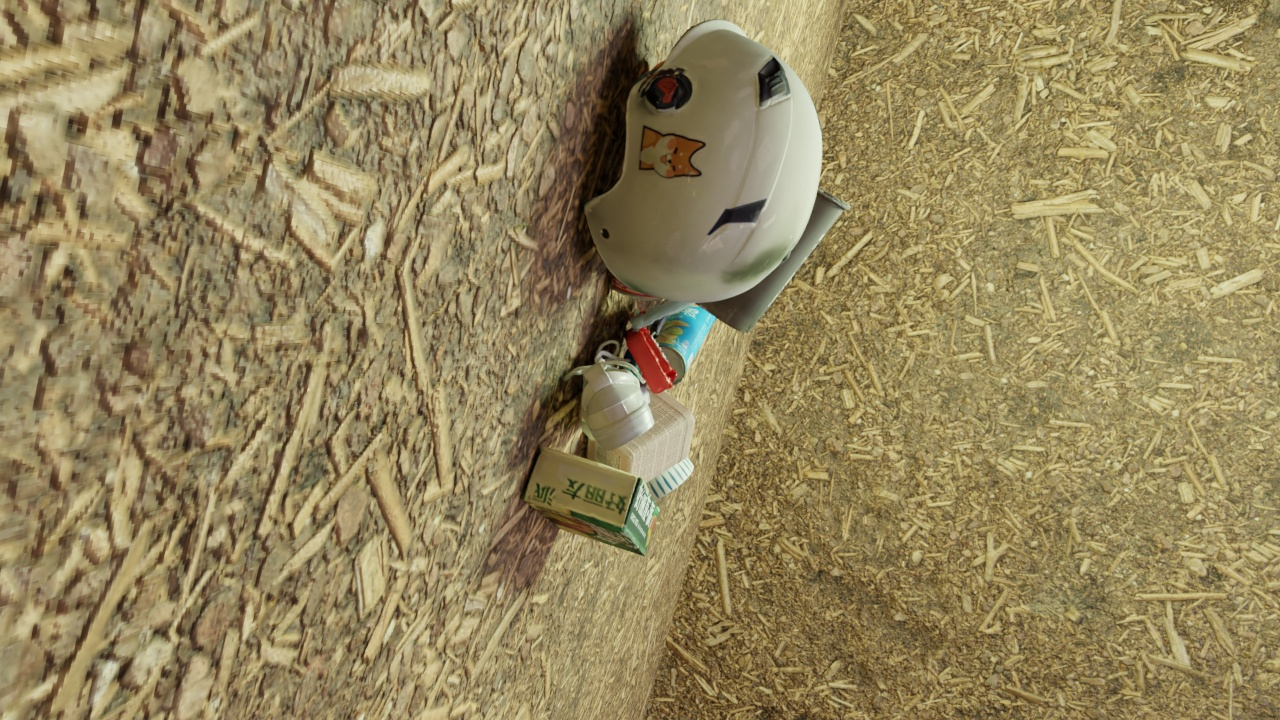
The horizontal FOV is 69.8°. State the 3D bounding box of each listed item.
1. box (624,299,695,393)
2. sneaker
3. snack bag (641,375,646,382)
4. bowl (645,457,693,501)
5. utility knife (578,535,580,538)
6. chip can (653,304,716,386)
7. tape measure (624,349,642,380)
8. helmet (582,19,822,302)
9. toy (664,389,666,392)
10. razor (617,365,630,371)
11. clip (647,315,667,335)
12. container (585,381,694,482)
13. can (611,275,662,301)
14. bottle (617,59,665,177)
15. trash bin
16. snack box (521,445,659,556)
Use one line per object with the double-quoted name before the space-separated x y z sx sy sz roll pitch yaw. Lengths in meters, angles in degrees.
"box" 0.035 -0.027 1.097 0.094 0.100 0.201 61 1 -5
"sneaker" -0.041 0.033 1.009 0.089 0.091 0.242 -29 -175 -2
"snack bag" -0.008 0.058 1.304 0.045 0.026 0.105 -148 -109 -69
"bowl" 0.019 0.173 1.463 0.066 0.117 0.116 57 26 -9
"utility knife" -0.057 0.155 1.259 0.182 0.019 0.031 -66 162 -15
"chip can" 0.062 -0.039 1.398 0.209 0.071 0.071 -56 160 -57
"tape measure" -0.007 0.007 1.246 0.055 0.025 0.058 95 15 -50
"helmet" 0.087 -0.171 0.877 0.229 0.157 0.274 23 98 -58
"toy" 0.025 0.038 1.389 0.096 0.030 0.091 57 24 -73
"razor" -0.028 0.067 1.221 0.043 0.028 0.133 -102 -167 -53
"clip" 0.027 -0.056 1.338 0.057 0.037 0.026 -54 162 -57
"container" -0.004 0.101 1.163 0.110 0.090 0.090 -31 144 -36
"can" 0.006 -0.118 1.020 0.066 0.066 0.094 -35 140 -73
"bottle" 0.016 -0.228 0.935 0.149 0.067 0.066 -66 169 0
"trash bin" 0.150 -0.173 1.272 0.220 0.198 0.198 -60 173 15
"snack box" -0.049 0.163 1.037 0.240 0.114 0.063 74 33 -71
